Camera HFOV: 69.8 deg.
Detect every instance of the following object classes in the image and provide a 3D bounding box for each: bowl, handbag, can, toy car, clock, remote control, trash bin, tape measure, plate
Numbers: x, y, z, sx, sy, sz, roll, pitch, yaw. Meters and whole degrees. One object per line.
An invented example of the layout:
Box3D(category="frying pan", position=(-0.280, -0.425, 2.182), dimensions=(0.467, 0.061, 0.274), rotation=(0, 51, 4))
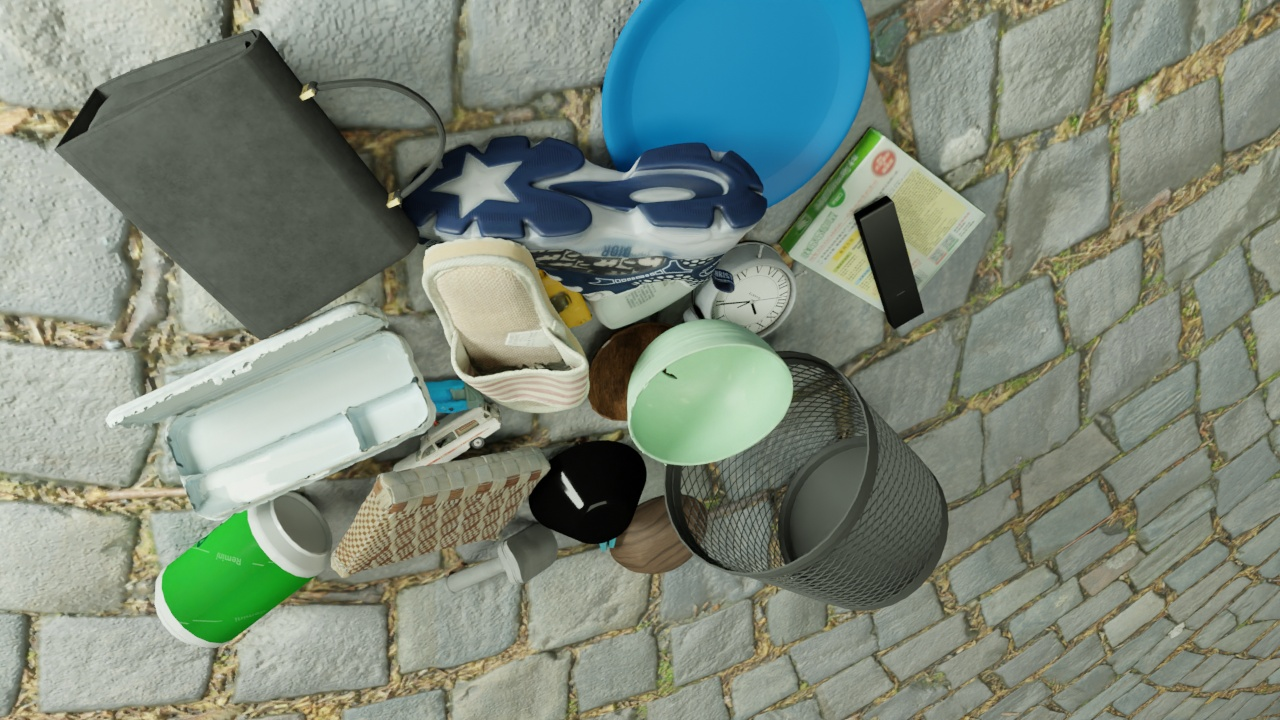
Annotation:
Box3D(category="bowl", position=(-0.044, 0.143, 0.906), dimensions=(0.124, 0.052, 0.124), rotation=(-12, 129, -15))
Box3D(category="handbag", position=(-0.182, 0.133, 0.837), dimensions=(0.185, 0.047, 0.124), rotation=(-5, 142, -49))
Box3D(category="can", position=(-0.349, 0.183, 0.809), dimensions=(0.140, 0.087, 0.088), rotation=(-37, 132, 7))
Box3D(category="toy car", position=(-0.180, 0.073, 0.833), dimensions=(0.113, 0.039, 0.039), rotation=(-30, 112, 2))
Box3D(category="clock", position=(0.090, -0.052, 0.851), dimensions=(0.094, 0.035, 0.123), rotation=(23, 114, -36))
Box3D(category="bowl", position=(0.054, 0.018, 0.821), dimensions=(0.150, 0.077, 0.151), rotation=(-10, 135, -10))
Box3D(category="remote control", position=(0.235, -0.089, 0.862), dimensions=(0.034, 0.013, 0.150), rotation=(-30, 132, 2))
Box3D(category="handbag", position=(-0.218, -0.124, 0.591), dimensions=(0.196, 0.072, 0.176), rotation=(-19, 135, 15))
Box3D(category="trash bin", position=(0.178, 0.136, 0.929), dimensions=(0.218, 0.217, 0.227), rotation=(-44, 135, 13))
Box3D(category="bowl", position=(0.026, 0.206, 1.034), dimensions=(0.119, 0.032, 0.119), rotation=(-12, 131, -15))
Box3D(category="bowl", position=(-0.005, 0.005, 0.861), dimensions=(0.101, 0.026, 0.114), rotation=(-4, 128, -22))
Box3D(category="tape measure", position=(-0.080, -0.050, 0.780), dimensions=(0.059, 0.030, 0.068), rotation=(-28, 132, -3))
Box3D(category="plate", position=(0.074, -0.213, 0.719), dimensions=(0.224, 0.024, 0.225), rotation=(-12, 131, -14))
Box3D(category="remote control", position=(0.008, -0.071, 0.803), dimensions=(0.114, 0.028, 0.060), rotation=(-32, 134, -1))

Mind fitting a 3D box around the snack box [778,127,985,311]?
Box3D(category="snack box", position=(0.229, -0.123, 0.862), dimensions=(0.168, 0.027, 0.132), rotation=(23, 115, -36))

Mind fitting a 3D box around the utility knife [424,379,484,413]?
Box3D(category="utility knife", position=(-0.244, 0.042, 0.782), dimensions=(0.220, 0.031, 0.015), rotation=(-8, 171, -14))

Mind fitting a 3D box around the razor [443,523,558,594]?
Box3D(category="razor", position=(-0.154, 0.214, 0.946), dimensions=(0.116, 0.047, 0.088), rotation=(-25, 176, 20))

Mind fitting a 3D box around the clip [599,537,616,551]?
Box3D(category="clip", position=(-0.027, 0.140, 0.965), dimensions=(0.120, 0.033, 0.122), rotation=(-38, 132, 4))

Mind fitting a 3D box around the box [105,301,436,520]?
Box3D(category="box", position=(-0.276, 0.046, 0.706), dimensions=(0.210, 0.105, 0.129), rotation=(-25, 175, 0))

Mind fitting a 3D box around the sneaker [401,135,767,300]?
Box3D(category="sneaker", position=(-0.045, -0.092, 0.713), dimensions=(0.269, 0.103, 0.133), rotation=(-1, 146, -7))

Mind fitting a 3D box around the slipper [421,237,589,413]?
Box3D(category="slipper", position=(-0.099, -0.009, 0.728), dimensions=(0.115, 0.052, 0.263), rotation=(-4, 153, 6))
